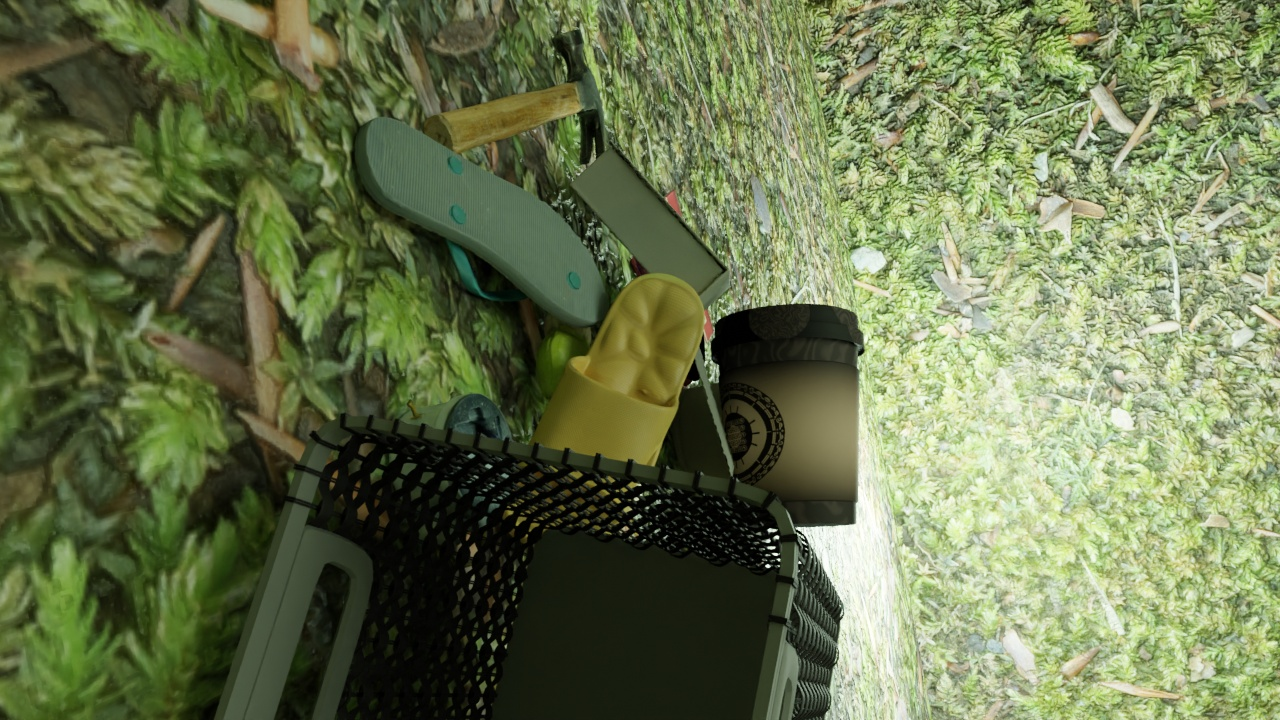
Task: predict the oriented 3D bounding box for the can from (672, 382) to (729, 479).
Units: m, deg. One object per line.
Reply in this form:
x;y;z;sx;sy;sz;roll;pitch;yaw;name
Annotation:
0.095;0.090;1.135;0.127;0.073;0.128;-10;90;-69;can

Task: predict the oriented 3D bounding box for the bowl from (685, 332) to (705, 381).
0.029;-0.033;1.050;0.124;0.053;0.124;-10;90;-69;bowl

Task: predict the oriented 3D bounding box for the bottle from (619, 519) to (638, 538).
-0.044;0.149;0.771;0.109;0.063;0.063;27;56;-61;bottle

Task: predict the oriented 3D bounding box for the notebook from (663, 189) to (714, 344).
0.052;-0.107;1.199;0.152;0.012;0.209;-55;132;-62;notebook

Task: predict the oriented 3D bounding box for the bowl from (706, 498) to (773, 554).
0.136;0.210;1.196;0.120;0.066;0.120;-10;90;-69;bowl

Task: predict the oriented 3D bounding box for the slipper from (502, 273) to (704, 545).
-0.018;0.033;0.731;0.262;0.099;0.079;-64;180;-26;slipper

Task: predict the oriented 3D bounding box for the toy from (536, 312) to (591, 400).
-0.065;-0.011;0.817;0.092;0.043;0.117;42;41;-63;toy

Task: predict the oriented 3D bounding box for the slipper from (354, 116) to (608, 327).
-0.122;-0.101;0.721;0.268;0.055;0.098;33;47;-48;slipper

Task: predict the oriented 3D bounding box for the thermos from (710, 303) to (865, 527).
0.165;0.068;1.012;0.172;0.173;0.226;26;61;-64;thermos

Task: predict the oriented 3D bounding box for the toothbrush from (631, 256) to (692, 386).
0.029;-0.045;1.107;0.016;0.016;0.190;-73;146;-51;toothbrush

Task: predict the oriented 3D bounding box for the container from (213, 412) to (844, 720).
-0.034;0.190;0.479;0.243;0.246;0.247;44;57;-63;container

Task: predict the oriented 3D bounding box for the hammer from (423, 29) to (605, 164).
-0.103;-0.226;0.838;0.329;0.033;0.132;-50;128;-62;hammer

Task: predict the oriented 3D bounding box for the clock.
-0.121;0.080;0.614;0.083;0.057;0.117;-12;91;-69;clock

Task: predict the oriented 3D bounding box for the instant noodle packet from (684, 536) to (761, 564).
0.074;0.302;0.949;0.163;0.084;0.221;45;54;-80;instant noodle packet

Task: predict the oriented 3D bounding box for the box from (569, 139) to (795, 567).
0.069;-0.009;0.895;0.418;0.108;0.166;61;6;4;box
